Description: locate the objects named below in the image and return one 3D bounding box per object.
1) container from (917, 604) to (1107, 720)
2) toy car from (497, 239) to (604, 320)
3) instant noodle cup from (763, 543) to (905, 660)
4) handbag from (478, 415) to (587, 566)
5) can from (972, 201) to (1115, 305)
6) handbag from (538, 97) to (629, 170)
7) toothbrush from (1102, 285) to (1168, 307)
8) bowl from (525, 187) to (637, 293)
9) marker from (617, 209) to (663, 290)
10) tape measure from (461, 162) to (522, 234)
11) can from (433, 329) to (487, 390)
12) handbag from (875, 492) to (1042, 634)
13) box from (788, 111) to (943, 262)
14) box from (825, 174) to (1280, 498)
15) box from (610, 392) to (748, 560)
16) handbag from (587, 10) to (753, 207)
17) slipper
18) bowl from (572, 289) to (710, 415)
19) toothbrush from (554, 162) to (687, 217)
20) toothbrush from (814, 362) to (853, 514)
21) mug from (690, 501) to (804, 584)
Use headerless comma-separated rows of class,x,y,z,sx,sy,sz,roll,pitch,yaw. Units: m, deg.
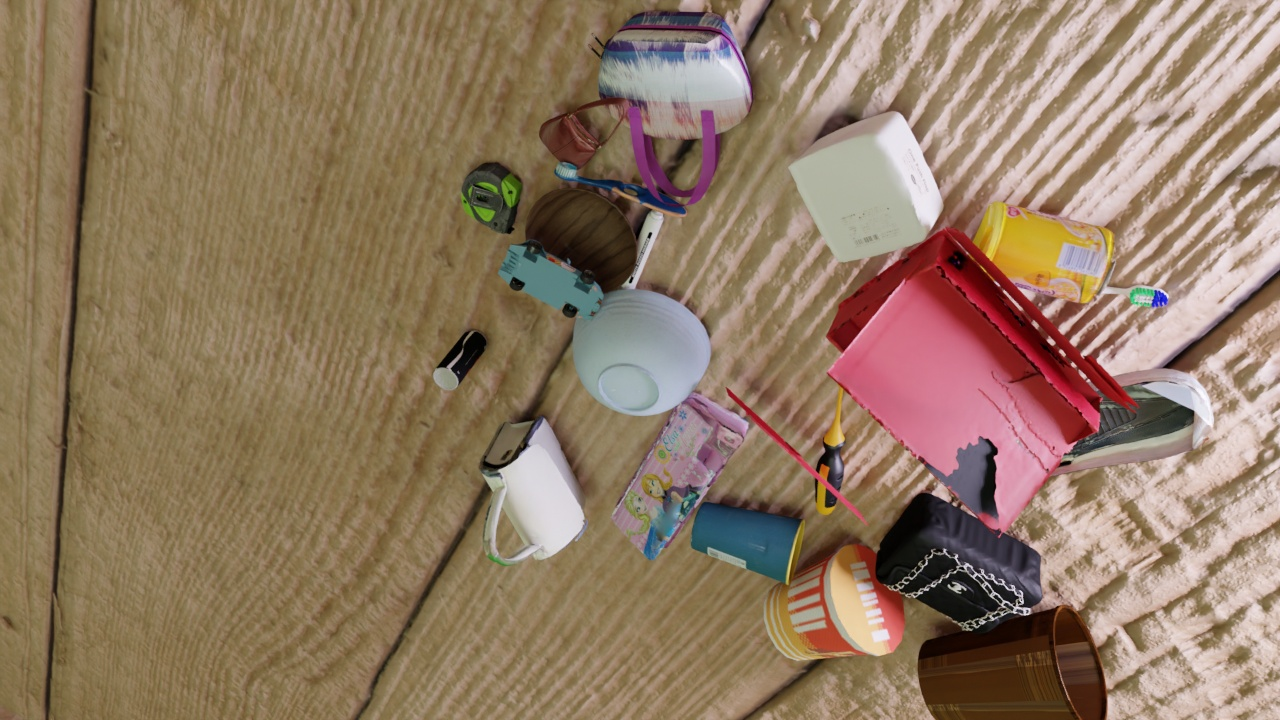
container,0.417,0.358,1.045,0.168,0.131,0.132,-24,113,38
toy car,-0.087,-0.085,0.934,0.107,0.027,0.060,28,129,-6
instant noodle cup,0.221,0.293,1.078,0.123,0.123,0.121,44,134,-13
handbag,-0.131,0.169,1.079,0.074,0.175,0.151,-11,119,25
can,0.341,-0.092,0.785,0.105,0.067,0.068,16,128,9
handbag,-0.046,-0.214,0.839,0.055,0.029,0.120,45,152,-19
toothbrush,0.371,-0.068,0.824,0.187,0.016,0.015,9,126,14
bowl,-0.056,-0.126,0.932,0.119,0.032,0.119,10,127,14
marker,-0.003,-0.099,0.942,0.020,0.017,0.134,13,130,-15
tape measure,-0.154,-0.167,0.938,0.059,0.035,0.066,22,129,6
can,-0.204,-0.002,1.046,0.031,0.080,0.032,10,127,13
handbag,0.338,0.240,0.994,0.153,0.114,0.125,26,131,-4
box,0.207,-0.160,0.808,0.103,0.101,0.108,-12,114,47
box,0.319,-0.007,0.670,0.213,0.127,0.426,44,165,-8
box,0.037,0.142,1.068,0.084,0.063,0.231,28,129,0
handbag,0.030,-0.217,0.824,0.145,0.067,0.170,7,132,16
slipper,0.388,0.055,0.870,0.265,0.062,0.111,-14,120,38
bowl,-0.006,0.006,0.966,0.150,0.074,0.151,8,133,8
toothbrush,-0.017,-0.165,0.884,0.135,0.021,0.017,17,152,-8
toothbrush,0.209,0.088,0.989,0.031,0.031,0.197,25,129,35
mug,0.125,0.210,1.079,0.121,0.077,0.078,12,127,17
